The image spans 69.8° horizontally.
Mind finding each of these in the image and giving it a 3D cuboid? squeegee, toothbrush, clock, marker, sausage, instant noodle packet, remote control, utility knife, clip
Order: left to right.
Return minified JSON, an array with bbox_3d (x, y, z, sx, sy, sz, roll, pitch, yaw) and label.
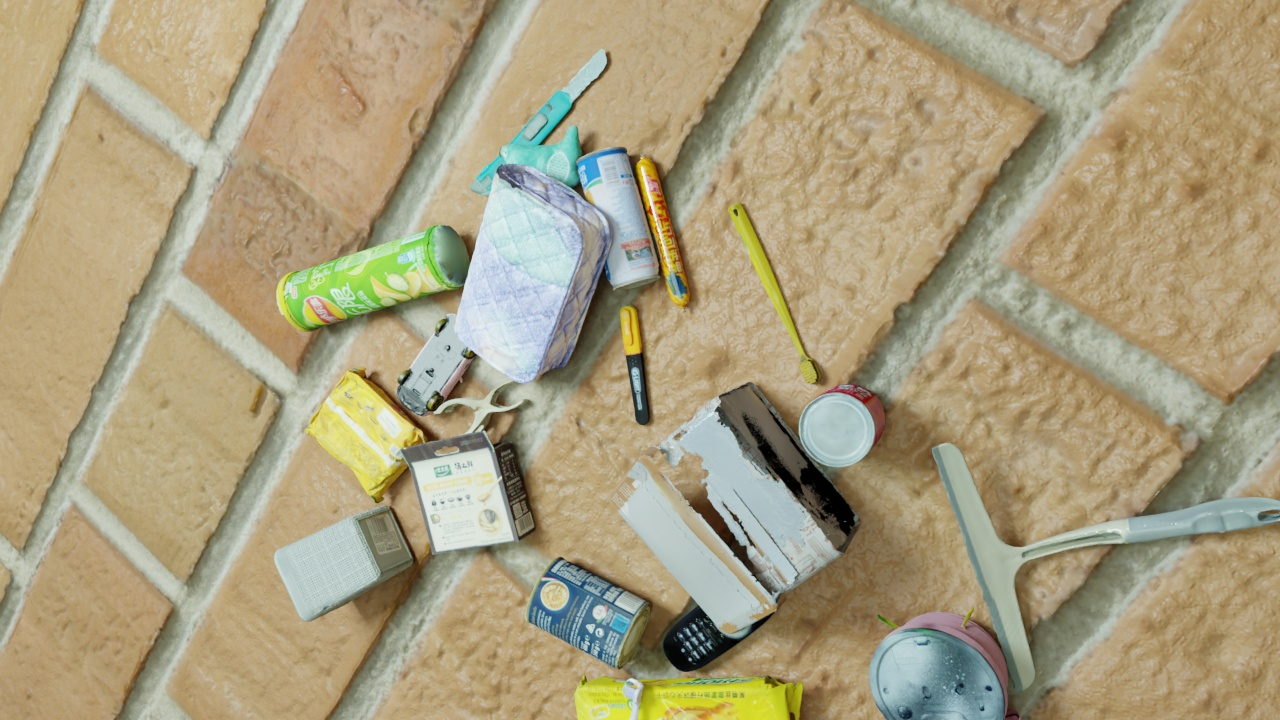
[{"bbox_3d":[-0.310,0.084,1.051,0.128,0.044,0.111,43,106,10],"label":"instant noodle packet"},{"bbox_3d":[-0.170,0.066,1.001,0.105,0.034,0.083,-8,89,14],"label":"clip"},{"bbox_3d":[-0.107,-0.245,0.958,0.208,0.013,0.029,-43,84,19],"label":"utility knife"},{"bbox_3d":[-0.020,0.407,0.905,0.021,0.029,0.189,7,98,-17],"label":"toothbrush"},{"bbox_3d":[-0.006,0.005,0.940,0.018,0.015,0.124,-6,94,26],"label":"marker"},{"bbox_3d":[0.022,-0.127,0.914,0.021,0.021,0.165,-16,89,22],"label":"sausage"},{"bbox_3d":[0.081,0.263,0.923,0.137,0.024,0.053,-41,78,18],"label":"remote control"},{"bbox_3d":[0.128,-0.064,0.880,0.016,0.016,0.190,-25,85,20],"label":"toothbrush"},{"bbox_3d":[0.276,0.302,0.823,0.117,0.059,0.158,-16,91,34],"label":"clock"},{"bbox_3d":[0.407,0.148,0.777,0.247,0.039,0.246,-18,100,22],"label":"squeegee"}]

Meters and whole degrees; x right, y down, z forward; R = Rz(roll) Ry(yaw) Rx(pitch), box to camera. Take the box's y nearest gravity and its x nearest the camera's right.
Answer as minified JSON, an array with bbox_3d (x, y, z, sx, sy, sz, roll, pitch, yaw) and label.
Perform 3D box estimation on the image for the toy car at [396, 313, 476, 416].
[{"bbox_3d":[-0.221,0.006,1.014,0.056,0.037,0.122,37,94,11],"label":"toy car"}]

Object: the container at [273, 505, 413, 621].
[{"bbox_3d":[-0.335,0.228,1.050,0.114,0.090,0.090,-28,84,18],"label":"container"}]

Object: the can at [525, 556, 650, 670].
[{"bbox_3d":[-0.052,0.261,0.947,0.111,0.075,0.075,23,102,18],"label":"can"}]

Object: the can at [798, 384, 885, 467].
[{"bbox_3d":[0.184,0.056,0.828,0.067,0.093,0.066,2,95,22],"label":"can"}]

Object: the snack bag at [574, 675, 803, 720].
[{"bbox_3d":[0.051,0.393,0.923,0.247,0.068,0.158,-8,90,23],"label":"snack bag"}]

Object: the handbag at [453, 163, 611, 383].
[{"bbox_3d":[-0.112,-0.083,0.922,0.134,0.075,0.194,34,120,20],"label":"handbag"}]

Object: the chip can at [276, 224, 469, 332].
[{"bbox_3d":[-0.293,-0.090,1.014,0.222,0.072,0.072,-13,90,22],"label":"chip can"}]

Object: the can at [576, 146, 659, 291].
[{"bbox_3d":[-0.021,-0.140,0.913,0.053,0.053,0.134,-16,89,22],"label":"can"}]

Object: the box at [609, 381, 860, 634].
[{"bbox_3d":[0.075,0.149,0.850,0.178,0.152,0.182,-42,79,21],"label":"box"}]

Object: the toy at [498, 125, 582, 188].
[{"bbox_3d":[-0.104,-0.197,0.952,0.092,0.030,0.096,8,113,15],"label":"toy"}]

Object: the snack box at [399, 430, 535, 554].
[{"bbox_3d":[-0.188,0.141,1.000,0.113,0.053,0.125,-13,92,22],"label":"snack box"}]
